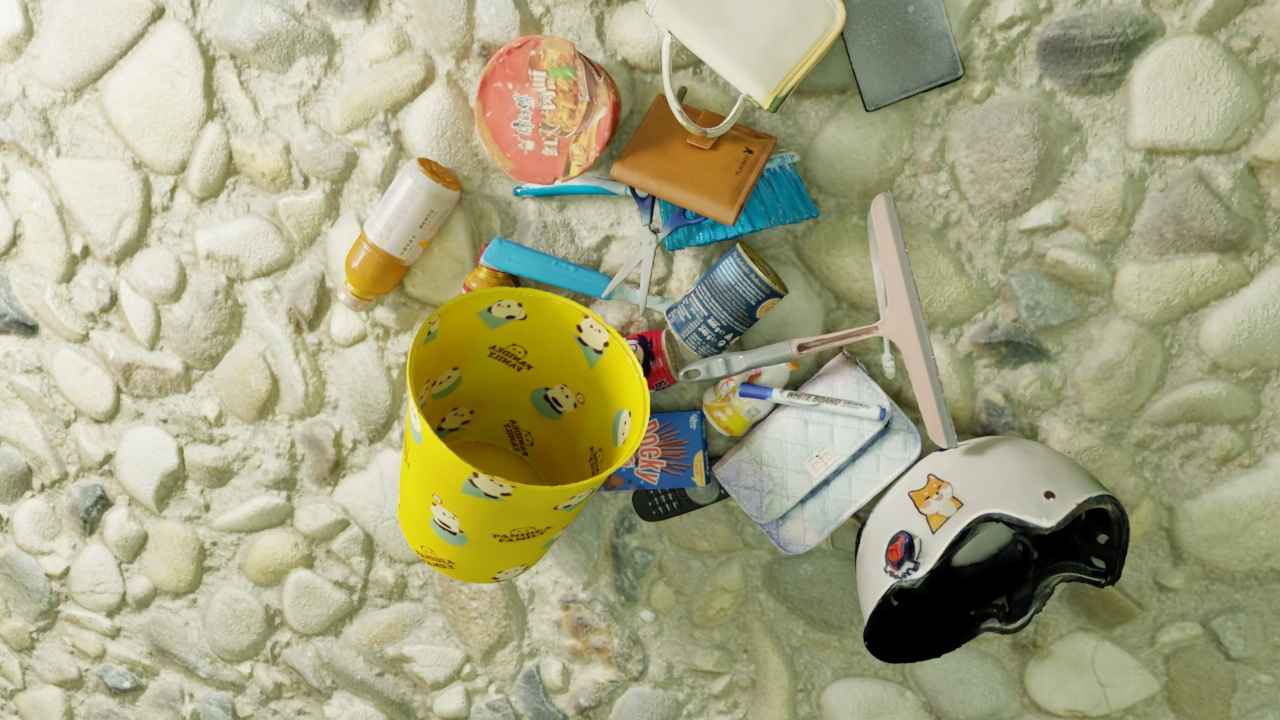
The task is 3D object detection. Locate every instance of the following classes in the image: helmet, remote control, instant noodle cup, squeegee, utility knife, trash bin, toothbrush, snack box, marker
[{"bbox_3d":[0.326,0.172,0.917,0.275,0.156,0.230,-40,133,25],"label":"helmet"},{"bbox_3d":[0.055,0.145,1.047,0.137,0.024,0.053,-22,95,16],"label":"remote control"},{"bbox_3d":[-0.084,-0.248,0.916,0.138,0.108,0.138,3,107,11],"label":"instant noodle cup"},{"bbox_3d":[0.156,-0.012,0.904,0.250,0.040,0.247,-14,90,20],"label":"squeegee"},{"bbox_3d":[-0.053,-0.083,0.984,0.238,0.018,0.034,17,98,-8],"label":"utility knife"},{"bbox_3d":[-0.140,0.092,0.942,0.229,0.228,0.256,31,138,2],"label":"trash bin"},{"bbox_3d":[0.249,-0.067,0.945,0.016,0.016,0.180,-6,105,12],"label":"toothbrush"},{"bbox_3d":[-0.003,0.102,1.033,0.157,0.026,0.084,-5,89,16],"label":"snack box"},{"bbox_3d":[0.170,0.041,0.917,0.146,0.016,0.017,10,108,19],"label":"marker"}]

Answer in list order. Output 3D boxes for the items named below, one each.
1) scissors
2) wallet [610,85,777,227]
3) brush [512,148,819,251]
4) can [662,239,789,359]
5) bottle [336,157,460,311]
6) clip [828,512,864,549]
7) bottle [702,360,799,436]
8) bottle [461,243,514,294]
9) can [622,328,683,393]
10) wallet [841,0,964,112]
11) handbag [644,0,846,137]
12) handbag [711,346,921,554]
[{"bbox_3d":[0.019,-0.132,0.925,0.164,0.012,0.162,-13,94,21],"label":"scissors"},{"bbox_3d":[0.055,-0.199,0.888,0.131,0.035,0.119,23,73,12],"label":"wallet"},{"bbox_3d":[0.020,-0.163,0.952,0.315,0.060,0.109,-11,98,18],"label":"brush"},{"bbox_3d":[0.087,-0.060,0.950,0.075,0.075,0.111,45,109,-3],"label":"can"},{"bbox_3d":[-0.273,-0.134,1.014,0.068,0.067,0.190,40,110,-1],"label":"bottle"},{"bbox_3d":[0.218,0.161,1.012,0.071,0.034,0.100,-18,106,16],"label":"clip"},{"bbox_3d":[0.118,0.030,0.978,0.063,0.063,0.109,45,110,-3],"label":"bottle"},{"bbox_3d":[-0.179,-0.042,1.025,0.057,0.057,0.175,20,108,6],"label":"bottle"},{"bbox_3d":[-0.006,0.006,0.997,0.094,0.066,0.066,-15,102,16],"label":"can"},{"bbox_3d":[0.244,-0.310,0.873,0.097,0.019,0.121,-18,103,16],"label":"wallet"},{"bbox_3d":[0.081,-0.304,0.869,0.163,0.063,0.179,40,94,0],"label":"handbag"},{"bbox_3d":[0.186,0.098,0.950,0.194,0.075,0.134,-43,74,5],"label":"handbag"}]
